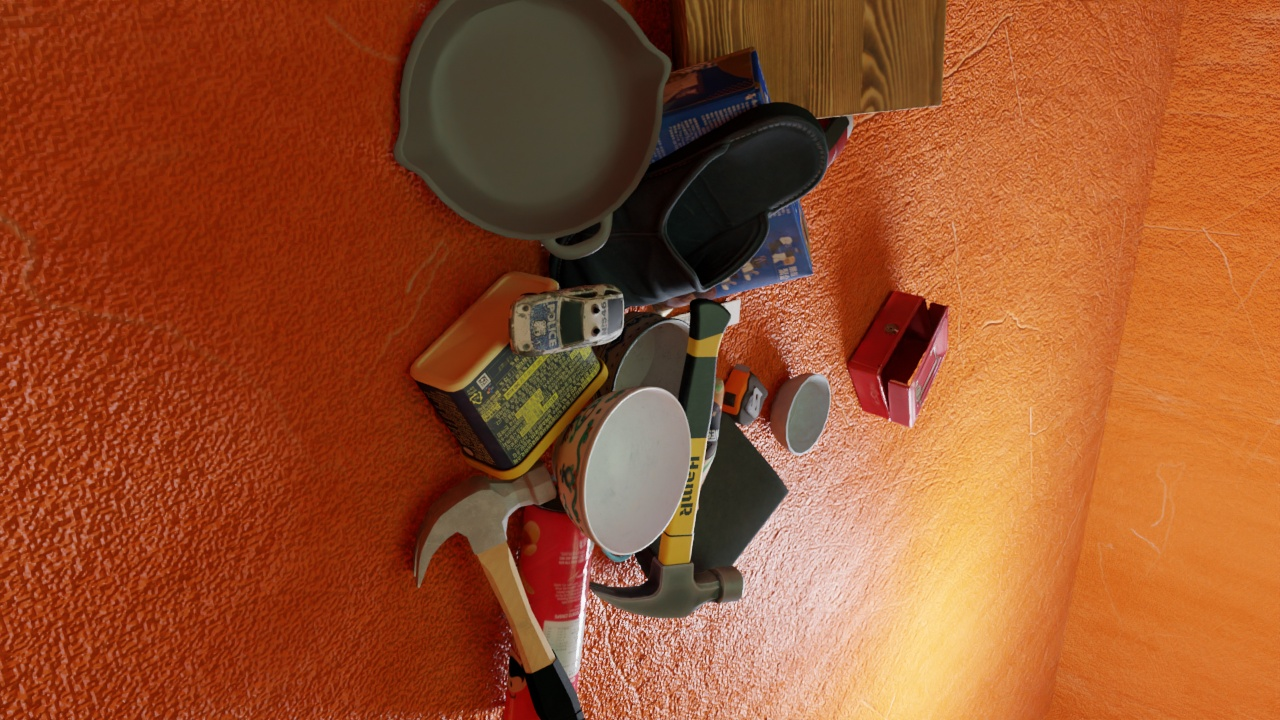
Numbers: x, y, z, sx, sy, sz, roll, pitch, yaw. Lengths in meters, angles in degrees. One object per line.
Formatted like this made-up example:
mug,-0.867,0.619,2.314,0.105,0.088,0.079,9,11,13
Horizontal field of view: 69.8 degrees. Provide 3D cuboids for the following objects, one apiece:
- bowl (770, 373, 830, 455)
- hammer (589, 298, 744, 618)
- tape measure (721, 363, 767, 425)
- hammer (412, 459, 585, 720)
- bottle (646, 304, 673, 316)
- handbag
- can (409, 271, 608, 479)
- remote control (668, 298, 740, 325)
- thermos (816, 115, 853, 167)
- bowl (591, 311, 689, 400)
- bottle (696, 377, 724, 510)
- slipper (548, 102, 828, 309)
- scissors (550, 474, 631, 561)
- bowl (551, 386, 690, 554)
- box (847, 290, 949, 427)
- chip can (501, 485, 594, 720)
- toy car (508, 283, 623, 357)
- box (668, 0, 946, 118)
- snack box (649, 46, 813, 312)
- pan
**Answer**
bowl,0.197,0.064,1.164,0.106,0.039,0.106,-22,120,-45
hammer,0.041,0.100,0.879,0.169,0.034,0.325,0,106,-26
tape measure,0.120,0.045,1.062,0.058,0.038,0.058,-61,141,-15
hammer,-0.094,0.249,0.798,0.131,0.039,0.328,-23,110,-13
bottle,0.068,-0.098,0.937,0.184,0.045,0.045,-43,133,-33
handbag,0.048,0.133,0.993,0.175,0.072,0.196,-47,122,-24
can,-0.104,0.009,0.744,0.135,0.075,0.104,-49,134,-27
remote control,0.067,-0.044,0.984,0.124,0.012,0.028,-18,117,-47
thermos,0.150,-0.206,0.938,0.084,0.108,0.198,52,56,-17
bowl,-0.005,0.005,0.870,0.115,0.059,0.116,-26,129,-37
bottle,0.047,0.096,0.934,0.059,0.059,0.167,2,96,-51
slipper,0.031,-0.099,0.734,0.109,0.266,0.083,41,32,-35
scissors,-0.029,0.128,0.905,0.094,0.015,0.142,-44,122,-24
bowl,-0.028,0.088,0.794,0.143,0.074,0.144,-16,111,-49
box,0.378,-0.003,1.330,0.157,0.098,0.130,-57,144,-25
chip can,-0.084,0.234,0.857,0.073,0.073,0.233,-8,109,-49
toy car,-0.053,-0.031,0.703,0.112,0.041,0.048,-14,109,-44
box,0.162,-0.403,0.879,0.335,0.286,0.279,-93,178,-65
snack box,0.053,-0.148,0.800,0.203,0.155,0.069,61,22,-44
pan,-0.097,-0.242,0.657,0.216,0.024,0.355,-23,112,-12
